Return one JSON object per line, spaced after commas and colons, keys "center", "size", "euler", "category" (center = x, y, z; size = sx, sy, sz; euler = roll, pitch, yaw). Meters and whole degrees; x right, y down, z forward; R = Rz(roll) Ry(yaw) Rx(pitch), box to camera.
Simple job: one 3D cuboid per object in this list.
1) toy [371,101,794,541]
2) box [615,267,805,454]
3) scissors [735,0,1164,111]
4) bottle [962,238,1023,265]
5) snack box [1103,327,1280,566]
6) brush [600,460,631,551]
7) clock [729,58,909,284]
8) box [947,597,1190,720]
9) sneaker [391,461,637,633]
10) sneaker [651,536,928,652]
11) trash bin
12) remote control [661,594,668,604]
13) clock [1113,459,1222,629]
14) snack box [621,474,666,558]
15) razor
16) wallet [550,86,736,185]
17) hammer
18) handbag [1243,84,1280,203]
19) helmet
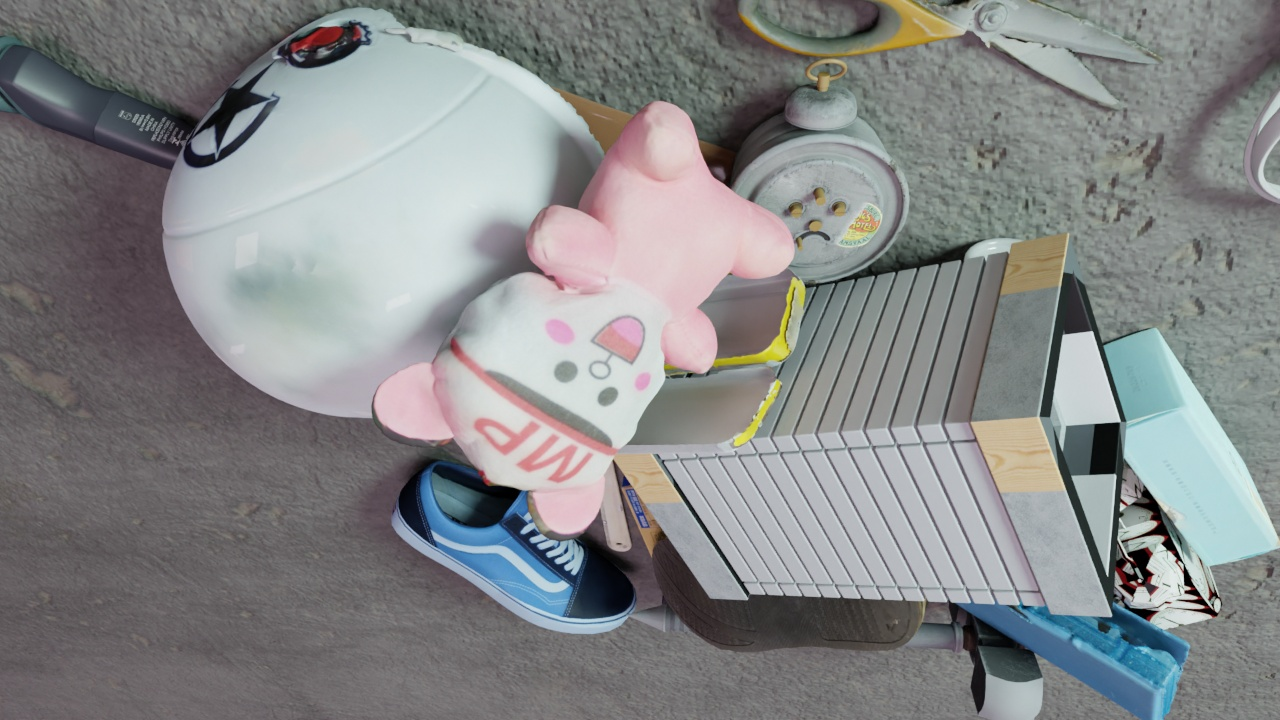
{"center": [-0.023, -0.019, 0.470], "size": [0.142, 0.084, 0.213], "euler": [38, 85, -39], "category": "toy"}
{"center": [-0.001, 0.005, 0.567], "size": [0.210, 0.129, 0.038], "euler": [-5, 141, 41], "category": "box"}
{"center": [0.157, -0.177, 0.474], "size": [0.225, 0.016, 0.162], "euler": [31, 132, -21], "category": "scissors"}
{"center": [0.230, 0.012, 0.617], "size": [0.052, 0.052, 0.195], "euler": [1, 134, 9], "category": "bottle"}
{"center": [0.369, 0.062, 0.624], "size": [0.053, 0.074, 0.174], "euler": [-28, 124, 32], "category": "snack box"}
{"center": [-0.029, 0.101, 0.782], "size": [0.033, 0.012, 0.218], "euler": [2, 135, 9], "category": "brush"}
{"center": [0.099, -0.104, 0.523], "size": [0.104, 0.056, 0.148], "euler": [-1, 135, 2], "category": "clock"}
{"center": [0.283, 0.176, 0.688], "size": [0.232, 0.048, 0.093], "euler": [29, 164, 40], "category": "box"}
{"center": [-0.096, 0.163, 0.805], "size": [0.241, 0.083, 0.099], "euler": [30, 132, -14], "category": "sneaker"}
{"center": [0.120, 0.153, 0.690], "size": [0.235, 0.119, 0.095], "euler": [-16, 91, 41], "category": "sneaker"}
{"center": [0.137, 0.046, 0.554], "size": [0.248, 0.142, 0.142], "euler": [-8, 126, 37], "category": "trash bin"}
{"center": [0.090, 0.232, 0.882], "size": [0.136, 0.015, 0.032], "euler": [8, 135, -1], "category": "remote control"}
{"center": [0.353, 0.133, 0.662], "size": [0.065, 0.114, 0.154], "euler": [-29, 140, 32], "category": "clock"}
{"center": [0.038, 0.151, 0.785], "size": [0.057, 0.056, 0.207], "euler": [-8, 131, 14], "category": "snack box"}
{"center": [-0.335, -0.153, 0.573], "size": [0.143, 0.047, 0.052], "euler": [21, 158, -14], "category": "razor"}
{"center": [-0.010, -0.112, 0.570], "size": [0.121, 0.013, 0.088], "euler": [18, 130, -7], "category": "wallet"}
{"center": [0.151, 0.222, 0.761], "size": [0.322, 0.155, 0.043], "euler": [2, 116, 7], "category": "hammer"}
{"center": [0.416, -0.120, 0.430], "size": [0.223, 0.095, 0.216], "euler": [-24, 123, 36], "category": "handbag"}
{"center": [-0.154, -0.060, 0.535], "size": [0.264, 0.163, 0.237], "euler": [-6, 133, 23], "category": "helmet"}
